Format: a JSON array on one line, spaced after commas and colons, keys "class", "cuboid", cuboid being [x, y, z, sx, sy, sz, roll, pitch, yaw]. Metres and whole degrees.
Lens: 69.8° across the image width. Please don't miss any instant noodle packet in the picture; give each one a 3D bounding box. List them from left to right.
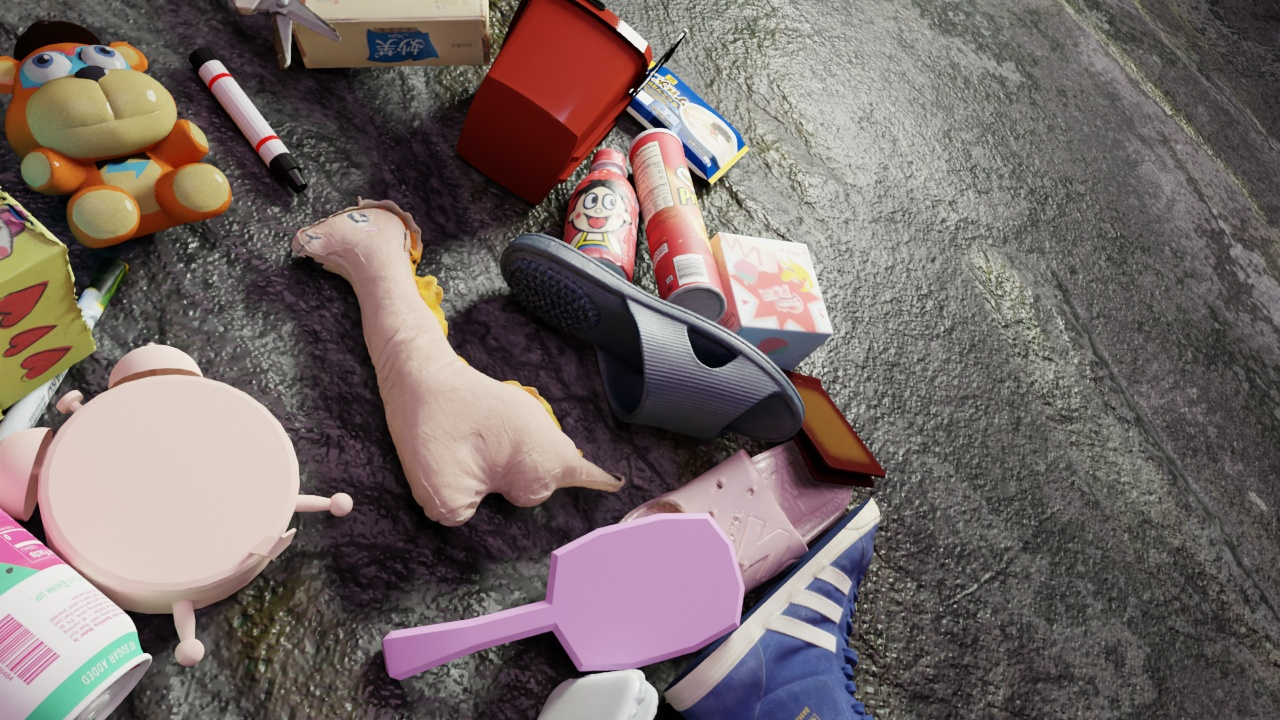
[{"class": "instant noodle packet", "cuboid": [0.040, -0.237, 0.907, 0.134, 0.026, 0.086, 42, 47, 0]}]

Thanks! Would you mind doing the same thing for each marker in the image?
[{"class": "marker", "cuboid": [-0.351, -0.004, 0.557, 0.017, 0.017, 0.146, 21, 54, -16]}, {"class": "marker", "cuboid": [-0.292, -0.177, 0.693, 0.019, 0.019, 0.145, -32, 80, -38]}]

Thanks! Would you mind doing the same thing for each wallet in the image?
[{"class": "wallet", "cuboid": [0.148, 0.053, 0.766, 0.091, 0.018, 0.115, 13, 39, -43]}]

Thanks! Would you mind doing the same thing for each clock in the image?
[{"class": "clock", "cuboid": [-0.266, 0.069, 0.521, 0.160, 0.086, 0.130, 37, 50, 4]}]

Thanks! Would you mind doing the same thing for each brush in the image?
[{"class": "brush", "cuboid": [-0.048, 0.161, 0.591, 0.228, 0.043, 0.089, -12, 77, -12]}]

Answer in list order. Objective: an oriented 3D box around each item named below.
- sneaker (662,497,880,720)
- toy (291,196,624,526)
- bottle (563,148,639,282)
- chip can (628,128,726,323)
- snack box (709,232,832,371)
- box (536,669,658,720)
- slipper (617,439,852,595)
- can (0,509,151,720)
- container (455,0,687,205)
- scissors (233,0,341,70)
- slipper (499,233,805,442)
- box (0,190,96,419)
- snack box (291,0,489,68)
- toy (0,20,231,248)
[{"class": "sneaker", "cuboid": [0.136, 0.205, 0.645, 0.232, 0.092, 0.118, -32, 75, -38]}, {"class": "toy", "cuboid": [-0.133, -0.006, 0.657, 0.195, 0.065, 0.264, 0, 55, -38]}, {"class": "bottle", "cuboid": [-0.032, -0.121, 0.773, 0.062, 0.062, 0.137, 16, 55, -19]}, {"class": "chip can", "cuboid": [0.028, -0.115, 0.777, 0.051, 0.052, 0.214, 12, 43, -22]}, {"class": "snack box", "cuboid": [0.096, -0.047, 0.786, 0.093, 0.080, 0.094, 4, 60, -26]}, {"class": "box", "cuboid": [-0.036, 0.276, 0.500, 0.130, 0.106, 0.210, 33, 51, -12]}, {"class": "slipper", "cuboid": [0.086, 0.116, 0.692, 0.238, 0.065, 0.094, -20, 73, -37]}, {"class": "can", "cuboid": [-0.331, 0.121, 0.445, 0.166, 0.088, 0.088, 40, 51, -1]}, {"class": "container", "cuboid": [-0.058, -0.246, 0.782, 0.127, 0.148, 0.200, 33, 60, -9]}, {"class": "scissors", "cuboid": [-0.297, -0.302, 0.723, 0.179, 0.015, 0.196, 6, 64, 11]}, {"class": "slipper", "cuboid": [-0.004, 0.004, 0.697, 0.263, 0.101, 0.082, 32, 58, 0]}, {"class": "box", "cuboid": [-0.409, -0.078, 0.493, 0.221, 0.125, 0.082, 43, 55, 4]}, {"class": "snack box", "cuboid": [-0.209, -0.342, 0.786, 0.153, 0.055, 0.207, -3, 61, -7]}, {"class": "toy", "cuboid": [-0.354, -0.148, 0.603, 0.111, 0.096, 0.176, -29, 67, -37]}]
